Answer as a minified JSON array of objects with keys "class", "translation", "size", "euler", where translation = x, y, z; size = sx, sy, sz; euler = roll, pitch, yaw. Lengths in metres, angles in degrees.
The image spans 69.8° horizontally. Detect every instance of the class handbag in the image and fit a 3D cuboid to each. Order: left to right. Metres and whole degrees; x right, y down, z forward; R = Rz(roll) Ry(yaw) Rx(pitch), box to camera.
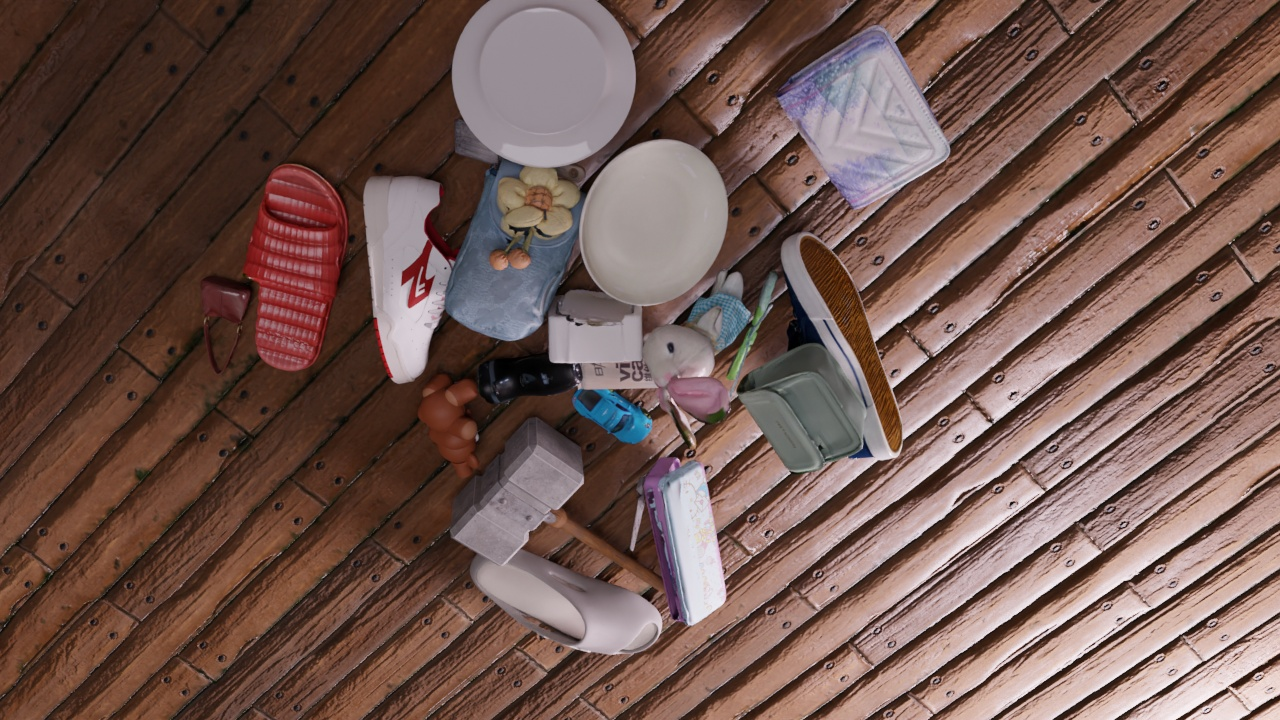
[{"class":"handbag","translation":[-0.489,-0.037,1.071],"size":[0.055,0.029,0.120],"euler":[16,115,-4]},{"class":"handbag","translation":[-0.133,-0.117,0.977],"size":[0.121,0.119,0.192],"euler":[24,87,-15]},{"class":"handbag","translation":[0.179,0.057,1.003],"size":[0.106,0.067,0.122],"euler":[-26,112,27]},{"class":"handbag","translation":[0.236,-0.256,0.972],"size":[0.127,0.069,0.158],"euler":[-29,109,25]}]

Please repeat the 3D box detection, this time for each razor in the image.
[{"class":"razor","translation":[-0.131,0.021,1.058],"size":[0.141,0.063,0.053],"euler":[-7,105,34]}]

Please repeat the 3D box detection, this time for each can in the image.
[{"class":"can","translation":[-0.006,0.006,1.073],"size":[0.135,0.054,0.054],"euler":[-1,111,-2]}]

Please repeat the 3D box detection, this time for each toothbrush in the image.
[{"class":"toothbrush","translation":[-0.004,0.178,1.074],"size":[0.010,0.181,0.010],"euler":[-39,101,16]}]

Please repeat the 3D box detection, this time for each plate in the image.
[{"class":"plate","translation":[-0.099,-0.294,0.941],"size":[0.188,0.016,0.188],"euler":[0,91,-3]},{"class":"plate","translation":[0.010,-0.151,0.999],"size":[0.182,0.034,0.182],"euler":[-12,117,-25]}]

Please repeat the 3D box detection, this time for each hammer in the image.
[{"class":"hammer","translation":[-0.063,0.225,1.156],"size":[0.317,0.082,0.163],"euler":[37,107,-22]}]

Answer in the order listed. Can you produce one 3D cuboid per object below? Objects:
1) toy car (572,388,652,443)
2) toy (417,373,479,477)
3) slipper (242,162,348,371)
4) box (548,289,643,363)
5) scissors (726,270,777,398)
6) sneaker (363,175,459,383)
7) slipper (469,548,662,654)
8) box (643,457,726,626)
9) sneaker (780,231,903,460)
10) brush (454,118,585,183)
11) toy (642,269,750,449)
[{"class":"toy car","translation":[-0.033,0.064,1.109],"size":[0.105,0.032,0.048],"euler":[35,106,-15]},{"class":"toy","translation":[-0.221,0.081,1.101],"size":[0.095,0.065,0.128],"euler":[17,132,37]},{"class":"slipper","translation":[-0.391,-0.094,1.030],"size":[0.103,0.059,0.249],"euler":[12,112,-5]},{"class":"box","translation":[-0.052,-0.053,1.026],"size":[0.107,0.102,0.091],"euler":[-3,110,-1]},{"class":"scissors","translation":[0.123,-0.027,1.029],"size":[0.021,0.172,0.172],"euler":[26,64,0]},{"class":"sneaker","translation":[-0.242,-0.088,1.026],"size":[0.104,0.090,0.237],"euler":[-3,108,-7]},{"class":"slipper","translation":[-0.099,0.327,1.179],"size":[0.266,0.080,0.113],"euler":[29,117,-11]},{"class":"box","translation":[0.053,0.226,1.142],"size":[0.065,0.077,0.214],"euler":[5,116,36]},{"class":"sneaker","translation":[0.199,-0.004,1.062],"size":[0.127,0.120,0.295],"euler":[-10,115,33]},{"class":"brush","translation":[-0.132,-0.225,1.006],"size":[0.151,0.012,0.039],"euler":[15,111,-7]},{"class":"toy","translation":[0.060,-0.023,1.002],"size":[0.105,0.131,0.205],"euler":[24,64,-9]}]
